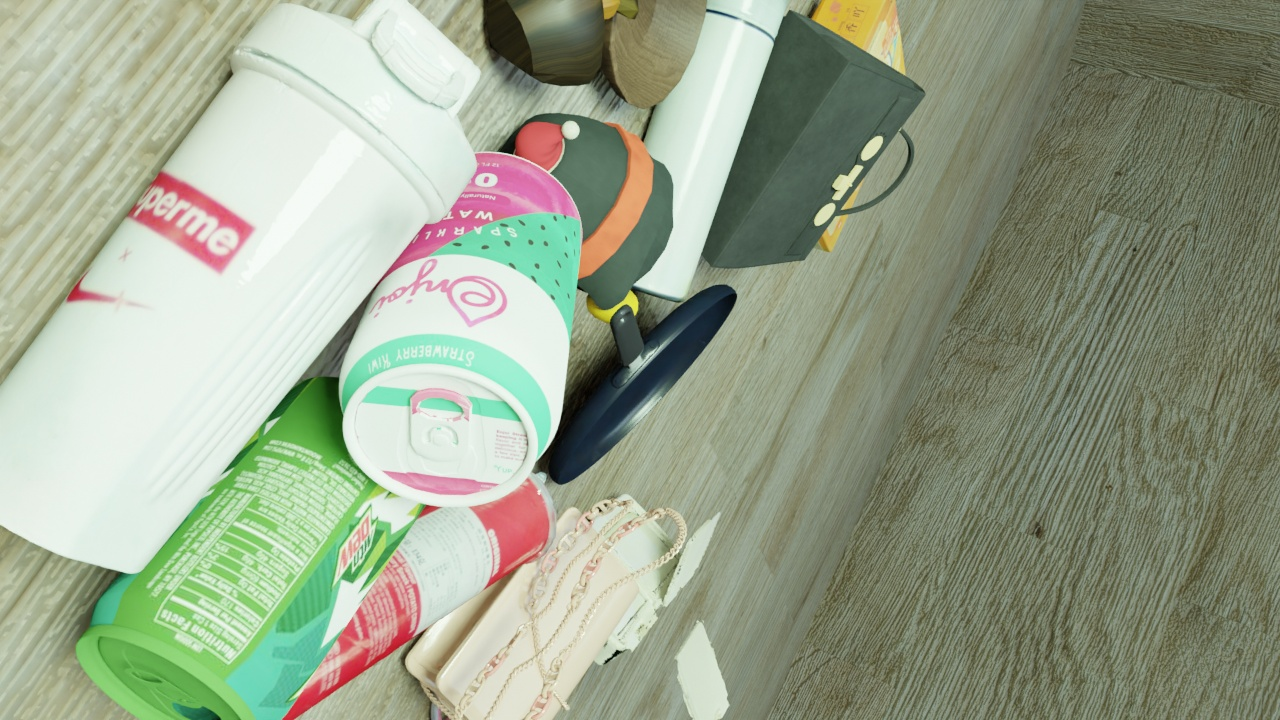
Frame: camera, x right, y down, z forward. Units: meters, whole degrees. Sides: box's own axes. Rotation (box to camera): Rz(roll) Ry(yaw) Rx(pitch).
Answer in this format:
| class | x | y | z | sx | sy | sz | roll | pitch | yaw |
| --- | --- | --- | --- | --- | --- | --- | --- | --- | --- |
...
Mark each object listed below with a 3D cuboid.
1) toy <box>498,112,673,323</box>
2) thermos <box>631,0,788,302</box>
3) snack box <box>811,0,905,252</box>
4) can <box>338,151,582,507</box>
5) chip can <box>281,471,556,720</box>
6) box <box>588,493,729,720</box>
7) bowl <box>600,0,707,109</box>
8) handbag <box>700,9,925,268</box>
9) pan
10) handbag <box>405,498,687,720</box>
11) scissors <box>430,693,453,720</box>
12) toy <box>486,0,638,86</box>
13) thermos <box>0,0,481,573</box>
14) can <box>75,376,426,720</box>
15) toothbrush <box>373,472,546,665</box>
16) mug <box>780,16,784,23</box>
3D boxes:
| class | x | y | z | sx | sy | sz | roll | pitch | yaw |
| --- | --- | --- | --- | --- | --- | --- | --- | --- | --- |
| toy | -0.039 | -0.092 | 0.517 | 0.119 | 0.097 | 0.100 | 31 | 98 | -44 |
| thermos | 0.037 | -0.159 | 0.648 | 0.067 | 0.068 | 0.230 | 0 | 109 | -65 |
| snack box | 0.171 | -0.222 | 0.862 | 0.195 | 0.081 | 0.145 | -65 | 156 | -4 |
| can | -0.074 | -0.021 | 0.411 | 0.165 | 0.088 | 0.088 | -89 | -179 | -51 |
| chip can | -0.142 | 0.125 | 0.508 | 0.232 | 0.073 | 0.073 | -24 | 132 | -57 |
| box | 0.031 | 0.195 | 0.760 | 0.101 | 0.194 | 0.143 | -46 | 176 | 34 |
| bowl | 0.002 | -0.216 | 0.562 | 0.117 | 0.030 | 0.118 | -47 | 150 | -39 |
| handbag | 0.151 | -0.156 | 0.731 | 0.195 | 0.072 | 0.176 | 2 | 133 | -42 |
| pan | -0.004 | 0.004 | 0.623 | 0.198 | 0.021 | 0.356 | -46 | 172 | -5 |
| handbag | -0.047 | 0.200 | 0.603 | 0.198 | 0.188 | 0.116 | -51 | 119 | -28 |
| scissors | -0.118 | 0.197 | 0.704 | 0.158 | 0.014 | 0.173 | -27 | 131 | -56 |
| toy | -0.033 | -0.186 | 0.478 | 0.099 | 0.063 | 0.076 | -35 | 107 | -29 |
| thermos | -0.143 | -0.034 | 0.335 | 0.220 | 0.099 | 0.099 | -58 | 155 | -12 |
| can | -0.153 | 0.080 | 0.389 | 0.143 | 0.083 | 0.083 | -63 | 161 | -47 |
| toothbrush | -0.121 | 0.134 | 0.626 | 0.185 | 0.022 | 0.024 | -43 | 163 | -42 |
| mug | 0.105 | -0.218 | 0.750 | 0.105 | 0.071 | 0.077 | -49 | 161 | 15 |
